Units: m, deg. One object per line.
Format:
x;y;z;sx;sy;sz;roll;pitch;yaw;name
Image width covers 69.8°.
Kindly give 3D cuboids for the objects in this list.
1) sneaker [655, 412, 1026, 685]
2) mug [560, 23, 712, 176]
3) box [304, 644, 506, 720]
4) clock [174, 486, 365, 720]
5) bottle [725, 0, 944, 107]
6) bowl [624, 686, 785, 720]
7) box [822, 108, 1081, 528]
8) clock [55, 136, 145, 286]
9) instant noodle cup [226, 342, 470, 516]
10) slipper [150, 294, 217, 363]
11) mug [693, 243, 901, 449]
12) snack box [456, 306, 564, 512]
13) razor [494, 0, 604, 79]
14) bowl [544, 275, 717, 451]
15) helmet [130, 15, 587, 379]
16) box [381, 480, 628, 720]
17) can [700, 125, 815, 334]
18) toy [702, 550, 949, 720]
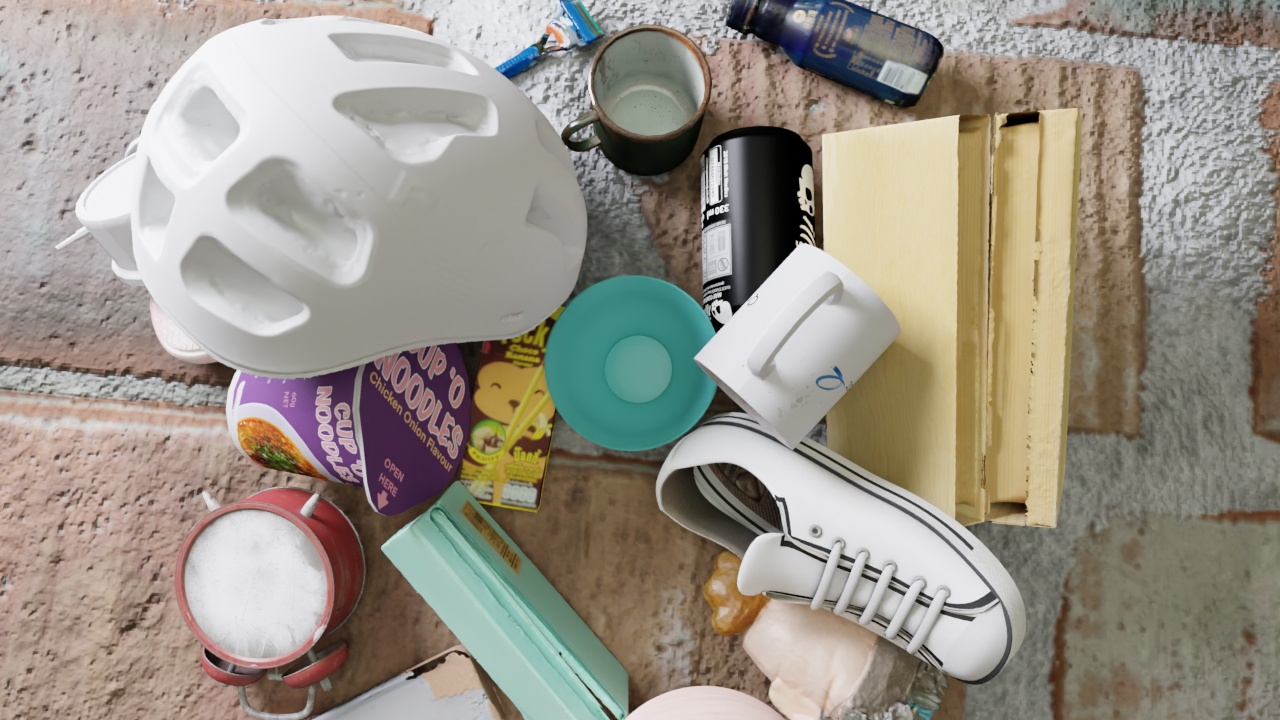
0.109;0.120;0.571;0.245;0.091;0.097;34;39;25;sneaker
-0.007;-0.178;0.664;0.111;0.081;0.085;-28;83;-5;mug
-0.182;0.304;0.616;0.216;0.043;0.151;-25;87;-5;box
-0.244;0.162;0.618;0.110;0.062;0.157;0;93;7;clock
0.144;-0.242;0.689;0.161;0.056;0.056;23;82;2;bottle
0.039;0.263;0.576;0.153;0.076;0.153;-1;110;-4;bowl
0.212;-0.028;0.593;0.184;0.141;0.248;-2;99;5;box
-0.319;-0.118;0.642;0.120;0.061;0.158;-2;45;20;clock
-0.199;0.037;0.606;0.122;0.122;0.136;-2;52;21;instant noodle cup
-0.239;-0.060;0.655;0.221;0.056;0.106;-17;81;-2;slipper
0.092;-0.012;0.550;0.083;0.119;0.096;43;89;17;mug
-0.090;0.031;0.661;0.061;0.026;0.148;10;82;-1;snack box
-0.098;-0.227;0.702;0.141;0.018;0.044;-32;84;-2;razor
-0.004;0.004;0.652;0.121;0.046;0.121;-1;84;6;bowl
-0.153;-0.105;0.571;0.184;0.281;0.224;-50;59;28;helmet
-0.075;0.162;0.611;0.189;0.078;0.079;50;52;-2;box
0.084;-0.085;0.653;0.080;0.080;0.146;0;82;-1;can
0.118;0.192;0.617;0.176;0.076;0.132;34;45;11;toy
